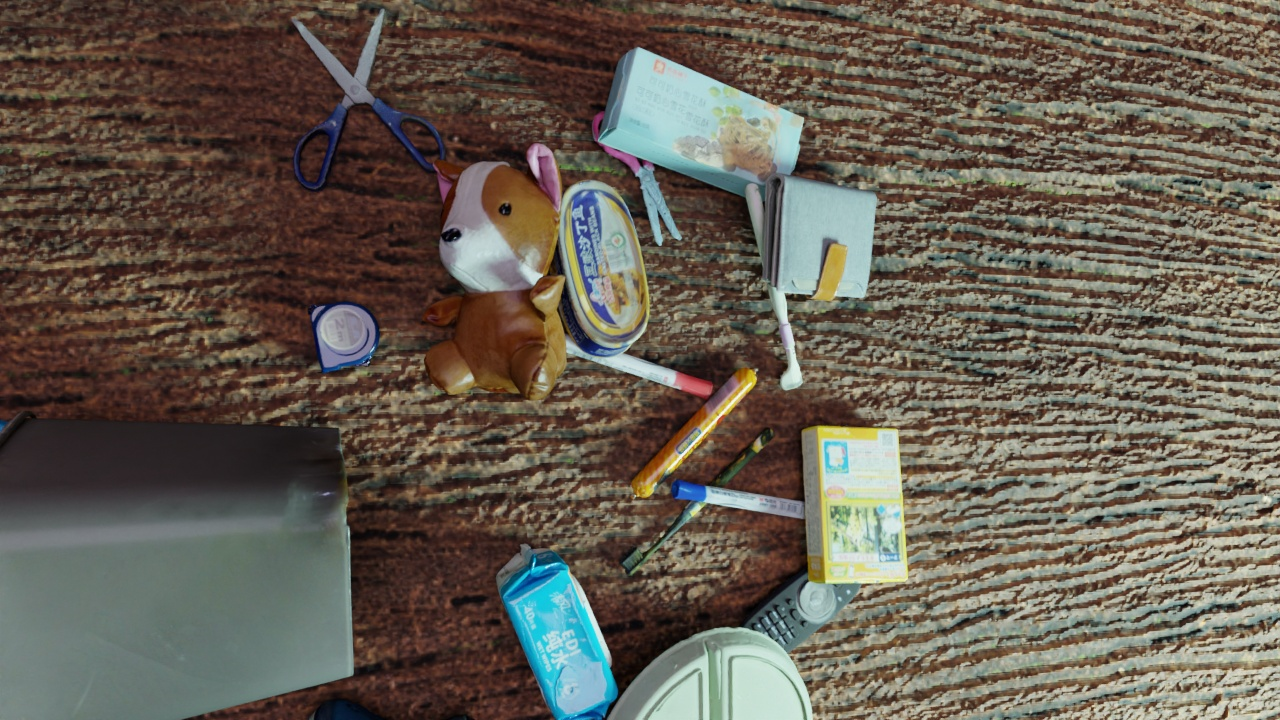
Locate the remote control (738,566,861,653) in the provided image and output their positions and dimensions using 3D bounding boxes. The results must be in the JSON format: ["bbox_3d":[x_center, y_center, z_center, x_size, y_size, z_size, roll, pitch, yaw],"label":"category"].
[{"bbox_3d":[0.142,0.226,0.835,0.136,0.024,0.053,-34,93,-14],"label":"remote control"}]

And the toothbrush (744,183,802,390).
[{"bbox_3d":[0.118,-0.065,0.822,0.029,0.020,0.189,-29,111,-43],"label":"toothbrush"}]

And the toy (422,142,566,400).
[{"bbox_3d":[-0.118,-0.070,0.733,0.140,0.130,0.199,2,90,22],"label":"toy"}]

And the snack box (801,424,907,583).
[{"bbox_3d":[0.194,0.130,0.834,0.086,0.034,0.140,2,77,-19],"label":"snack box"}]

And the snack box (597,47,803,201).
[{"bbox_3d":[0.054,-0.204,0.809,0.174,0.052,0.074,16,85,-20],"label":"snack box"}]

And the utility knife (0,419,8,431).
[{"bbox_3d":[-0.489,0.136,0.698,0.034,0.018,0.185,0,89,2],"label":"utility knife"}]

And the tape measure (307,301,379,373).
[{"bbox_3d":[-0.243,-0.021,0.757,0.054,0.025,0.058,-11,94,-15],"label":"tape measure"}]

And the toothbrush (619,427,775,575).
[{"bbox_3d":[0.052,0.123,0.824,0.185,0.012,0.017,-42,107,-11],"label":"toothbrush"}]

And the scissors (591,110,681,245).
[{"bbox_3d":[0.013,-0.171,0.829,0.076,0.017,0.137,-32,99,-21],"label":"scissors"}]

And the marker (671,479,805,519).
[{"bbox_3d":[0.096,0.126,0.824,0.145,0.017,0.017,12,85,-20],"label":"marker"}]

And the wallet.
[{"bbox_3d":[0.164,-0.107,0.820,0.129,0.037,0.106,0,93,-40],"label":"wallet"}]

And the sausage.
[{"bbox_3d":[0.049,0.063,0.822,0.165,0.021,0.021,-45,97,-10],"label":"sausage"}]

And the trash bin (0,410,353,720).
[{"bbox_3d":[-0.321,0.141,0.645,0.219,0.198,0.199,-3,107,-21],"label":"trash bin"}]

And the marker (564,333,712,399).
[{"bbox_3d":[-0.005,0.005,0.815,0.145,0.017,0.017,19,83,-11],"label":"marker"}]

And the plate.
[{"bbox_3d":[0.058,0.338,0.769,0.229,0.027,0.230,-6,102,-31],"label":"plate"}]

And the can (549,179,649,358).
[{"bbox_3d":[-0.036,-0.078,0.785,0.074,0.049,0.148,-10,83,-16],"label":"can"}]

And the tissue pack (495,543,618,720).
[{"bbox_3d":[-0.069,0.221,0.753,0.063,0.090,0.140,-23,93,-13],"label":"tissue pack"}]

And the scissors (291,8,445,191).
[{"bbox_3d":[-0.238,-0.213,0.773,0.176,0.012,0.162,39,80,-8],"label":"scissors"}]

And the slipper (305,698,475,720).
[{"bbox_3d":[-0.147,0.336,0.722,0.252,0.105,0.095,32,88,-12],"label":"slipper"}]
